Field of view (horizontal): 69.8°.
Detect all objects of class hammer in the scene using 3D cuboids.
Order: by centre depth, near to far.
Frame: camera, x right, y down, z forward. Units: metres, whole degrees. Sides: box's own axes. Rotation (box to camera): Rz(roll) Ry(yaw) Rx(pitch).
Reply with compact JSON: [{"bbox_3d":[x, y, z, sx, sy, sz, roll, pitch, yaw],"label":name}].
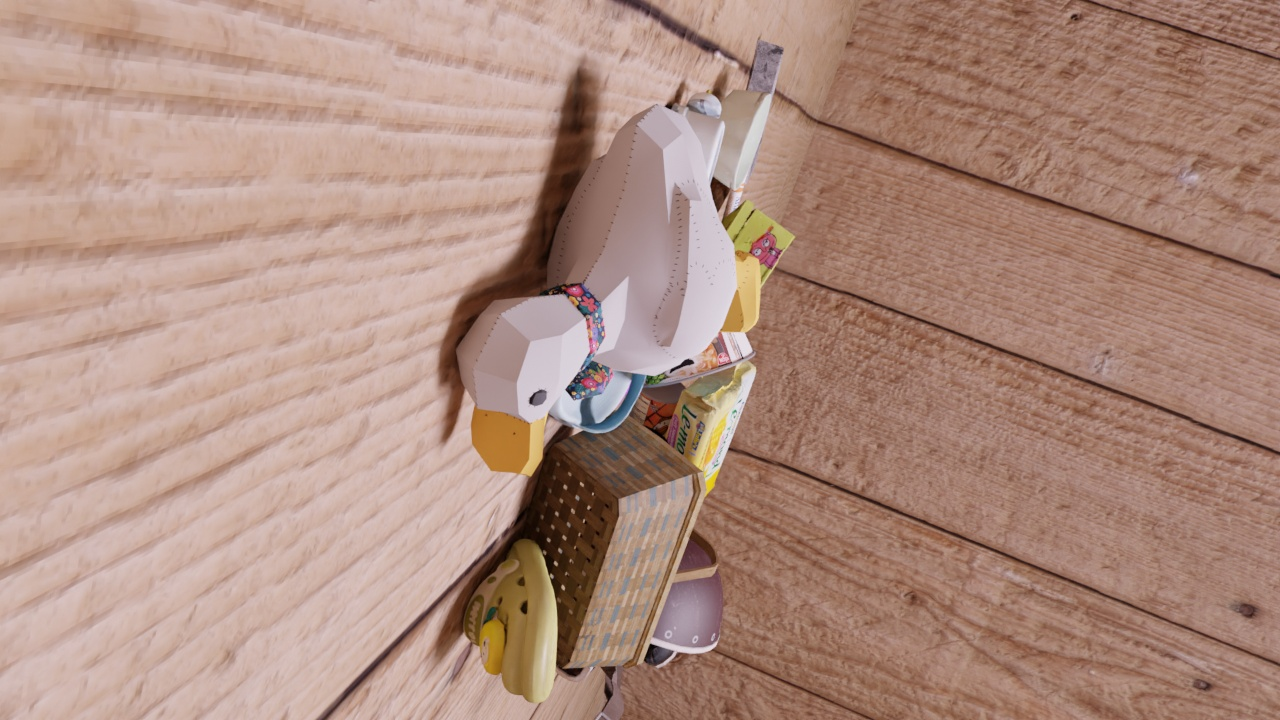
[{"bbox_3d":[0.109,-0.255,1.210,0.218,0.037,0.299,99,15,-53],"label":"hammer"}]

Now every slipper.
[{"bbox_3d":[-0.121,0.230,0.844,0.190,0.081,0.092,-118,-147,-67],"label":"slipper"},{"bbox_3d":[-0.038,0.020,0.847,0.245,0.074,0.104,30,82,-80],"label":"slipper"}]

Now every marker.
[{"bbox_3d":[0.126,-0.222,1.213,0.146,0.017,0.017,103,12,-45],"label":"marker"}]

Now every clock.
[{"bbox_3d":[0.048,-0.210,0.885,0.083,0.057,0.117,100,7,-52],"label":"clock"}]

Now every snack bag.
[{"bbox_3d":[0.079,0.119,1.299,0.159,0.068,0.248,-39,150,-58],"label":"snack bag"}]

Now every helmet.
[{"bbox_3d":[-0.020,0.314,1.138,0.233,0.234,0.254,18,108,-55],"label":"helmet"}]

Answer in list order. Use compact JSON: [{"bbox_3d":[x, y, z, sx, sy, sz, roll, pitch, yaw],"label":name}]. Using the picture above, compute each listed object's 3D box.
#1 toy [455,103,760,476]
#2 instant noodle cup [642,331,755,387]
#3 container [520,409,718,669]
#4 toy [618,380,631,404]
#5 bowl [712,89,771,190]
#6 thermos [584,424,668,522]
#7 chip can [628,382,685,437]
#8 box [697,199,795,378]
[{"bbox_3d":[-0.017,-0.053,0.636,0.266,0.141,0.247,-18,130,-56],"label":"toy"},{"bbox_3d":[0.043,-0.048,0.950,0.123,0.124,0.122,-36,111,-74],"label":"instant noodle cup"},{"bbox_3d":[-0.016,0.190,0.974,0.186,0.157,0.250,-4,120,-45],"label":"container"},{"bbox_3d":[-0.007,0.006,1.053,0.088,0.056,0.106,58,54,-74],"label":"toy"},{"bbox_3d":[0.104,-0.264,1.073,0.117,0.061,0.117,22,89,-81],"label":"bowl"},{"bbox_3d":[-0.028,0.191,1.262,0.085,0.086,0.199,-52,161,-61],"label":"thermos"},{"bbox_3d":[0.004,0.127,1.339,0.075,0.075,0.215,-54,163,-59],"label":"chip can"},{"bbox_3d":[0.092,-0.084,1.168,0.221,0.082,0.124,-55,-174,-6],"label":"box"}]
